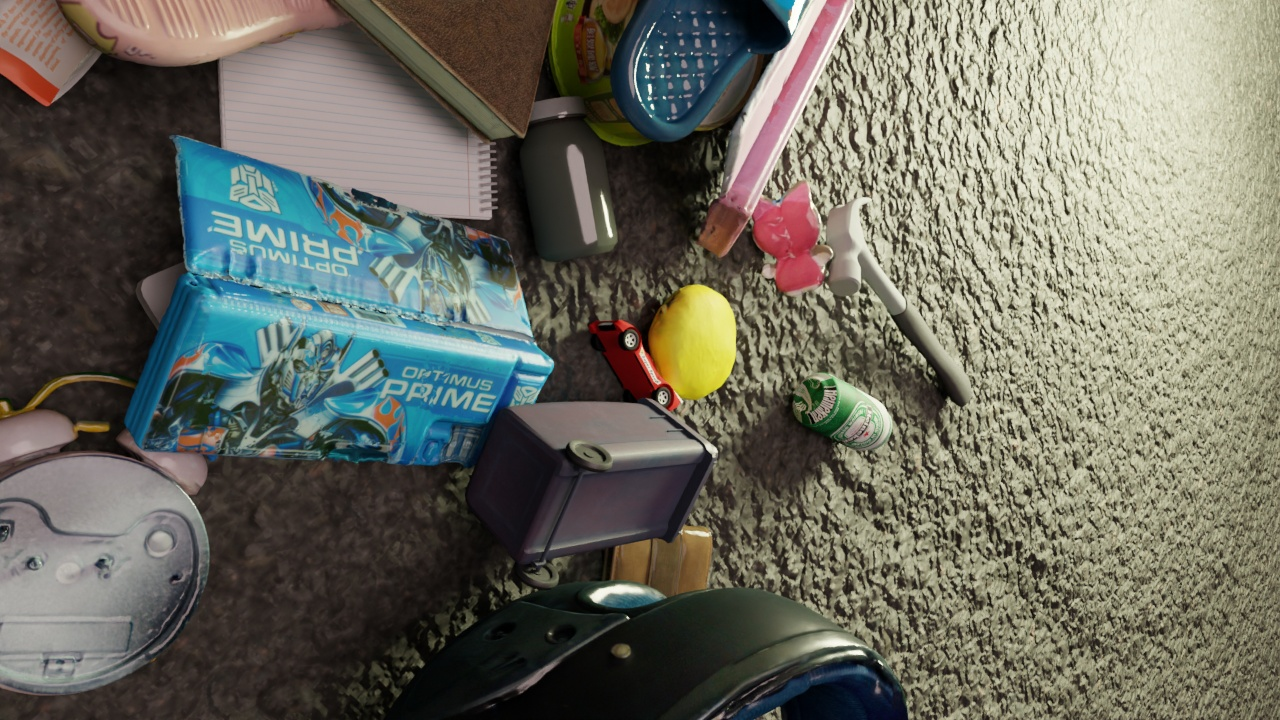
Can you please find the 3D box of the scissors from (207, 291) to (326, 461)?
[{"bbox_3d":[-0.226,-0.004,0.544,0.126,0.015,0.125,-42,115,-27],"label":"scissors"}]

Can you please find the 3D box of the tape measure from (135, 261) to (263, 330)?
[{"bbox_3d":[-0.238,-0.030,0.514,0.064,0.017,0.065,-34,110,-33],"label":"tape measure"}]

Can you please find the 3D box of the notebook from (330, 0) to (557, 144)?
[{"bbox_3d":[-0.125,-0.265,0.554,0.215,0.035,0.189,38,55,-49],"label":"notebook"}]

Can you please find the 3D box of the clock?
[{"bbox_3d":[-0.286,0.084,0.467,0.116,0.059,0.158,11,85,-40],"label":"clock"}]

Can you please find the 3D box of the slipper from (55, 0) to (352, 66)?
[{"bbox_3d":[-0.230,-0.205,0.486,0.196,0.082,0.093,-47,120,-52],"label":"slipper"}]

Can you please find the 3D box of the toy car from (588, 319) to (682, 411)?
[{"bbox_3d":[-0.004,0.004,0.706,0.025,0.038,0.089,-45,118,-32],"label":"toy car"}]

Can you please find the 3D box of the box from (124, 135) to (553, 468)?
[{"bbox_3d":[-0.153,-0.020,0.538,0.243,0.071,0.170,12,82,-51],"label":"box"}]

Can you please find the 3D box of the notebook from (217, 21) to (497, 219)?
[{"bbox_3d":[-0.173,-0.216,0.578,0.177,0.013,0.245,-4,94,-38],"label":"notebook"}]

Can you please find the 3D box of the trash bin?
[{"bbox_3d":[-0.027,0.081,0.628,0.160,0.092,0.094,2,118,-50],"label":"trash bin"}]

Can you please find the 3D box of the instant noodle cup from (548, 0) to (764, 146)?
[{"bbox_3d":[0.016,-0.228,0.660,0.146,0.098,0.146,-12,110,-36],"label":"instant noodle cup"}]

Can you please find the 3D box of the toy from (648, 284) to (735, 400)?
[{"bbox_3d":[0.045,-0.015,0.745,0.094,0.041,0.095,49,62,-35],"label":"toy"}]

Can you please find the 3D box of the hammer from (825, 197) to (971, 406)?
[{"bbox_3d":[0.266,-0.045,0.917,0.311,0.030,0.124,40,45,-39],"label":"hammer"}]

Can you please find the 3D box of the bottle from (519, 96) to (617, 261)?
[{"bbox_3d":[-0.052,-0.127,0.648,0.060,0.060,0.108,-17,102,-38],"label":"bottle"}]

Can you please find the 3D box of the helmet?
[{"bbox_3d":[-0.024,0.250,0.567,0.315,0.236,0.249,-34,116,-25],"label":"helmet"}]

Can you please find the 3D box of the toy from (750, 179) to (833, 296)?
[{"bbox_3d":[0.130,-0.104,0.809,0.065,0.050,0.102,-14,82,-6],"label":"toy"}]

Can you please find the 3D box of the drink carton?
[{"bbox_3d":[-0.326,-0.188,0.444,0.122,0.039,0.069,39,68,-27],"label":"drink carton"}]

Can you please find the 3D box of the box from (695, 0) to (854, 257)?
[{"bbox_3d":[0.115,-0.211,0.721,0.039,0.179,0.232,26,72,4],"label":"box"}]

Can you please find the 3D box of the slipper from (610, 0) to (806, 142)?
[{"bbox_3d":[0.058,-0.234,0.589,0.213,0.059,0.104,-53,126,-11],"label":"slipper"}]

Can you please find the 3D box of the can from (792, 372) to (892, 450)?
[{"bbox_3d":[0.188,0.049,0.855,0.101,0.053,0.053,25,76,-37],"label":"can"}]

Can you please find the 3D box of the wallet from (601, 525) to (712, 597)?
[{"bbox_3d":[0.009,0.190,0.734,0.098,0.027,0.121,10,86,-36],"label":"wallet"}]
